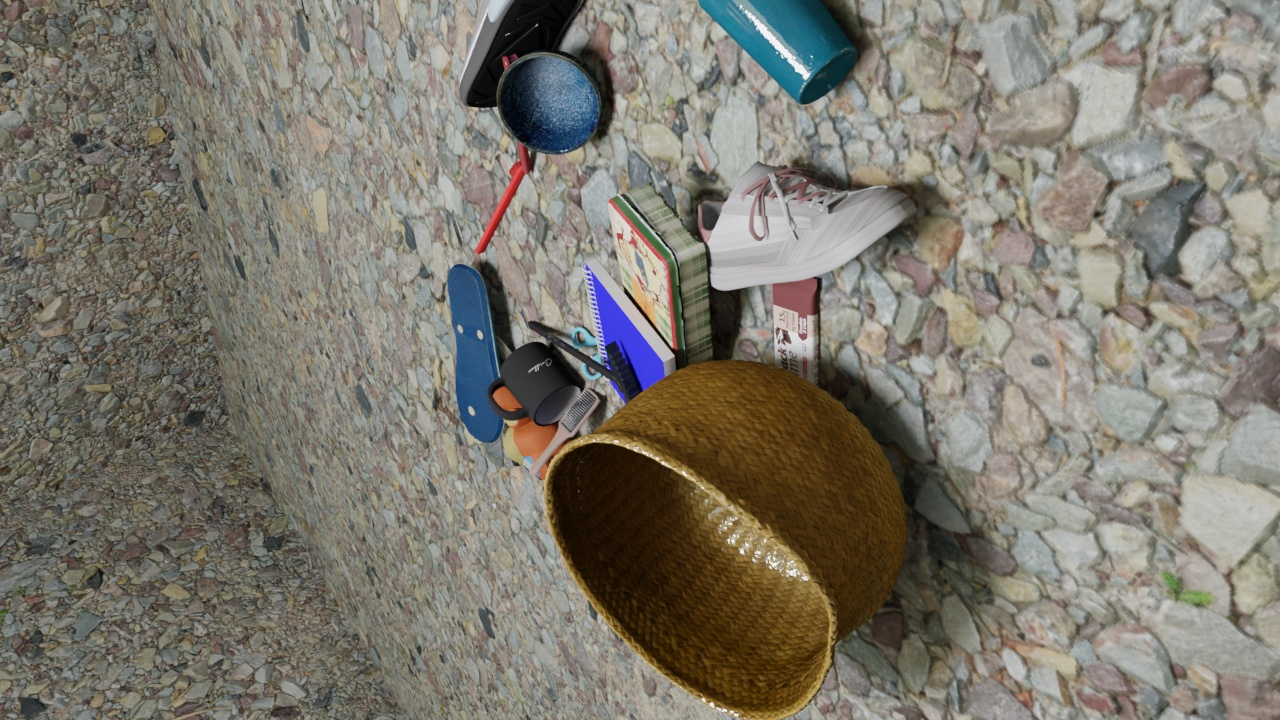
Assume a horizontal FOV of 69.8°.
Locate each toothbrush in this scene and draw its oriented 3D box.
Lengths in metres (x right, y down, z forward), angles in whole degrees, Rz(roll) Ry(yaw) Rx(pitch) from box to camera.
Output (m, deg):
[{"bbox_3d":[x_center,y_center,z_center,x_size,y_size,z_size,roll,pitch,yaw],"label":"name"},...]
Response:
[{"bbox_3d":[-0.140,-0.283,1.070,0.190,0.016,0.016,90,155,-63],"label":"toothbrush"},{"bbox_3d":[-0.194,-0.205,1.246,0.018,0.012,0.213,61,146,11],"label":"toothbrush"}]

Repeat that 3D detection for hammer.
[{"bbox_3d":[-0.083,-0.015,1.135,0.325,0.015,0.095,29,146,60],"label":"hammer"}]

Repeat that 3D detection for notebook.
[{"bbox_3d":[-0.006,0.006,1.018,0.171,0.022,0.209,53,163,34],"label":"notebook"}]

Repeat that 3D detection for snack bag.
[{"bbox_3d":[0.147,-0.008,0.874,0.057,0.013,0.158,25,128,48],"label":"snack bag"}]

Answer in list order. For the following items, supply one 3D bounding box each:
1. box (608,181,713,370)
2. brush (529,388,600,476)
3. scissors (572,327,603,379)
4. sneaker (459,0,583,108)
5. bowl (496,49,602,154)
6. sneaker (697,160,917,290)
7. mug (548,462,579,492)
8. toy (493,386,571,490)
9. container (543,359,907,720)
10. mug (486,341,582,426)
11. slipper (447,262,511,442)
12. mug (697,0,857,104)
[{"bbox_3d":[0.024,-0.067,0.916,0.117,0.050,0.206,58,167,35],"label":"box"},{"bbox_3d":[-0.105,0.093,1.197,0.015,0.135,0.050,38,179,-29],"label":"brush"},{"bbox_3d":[-0.047,-0.026,1.147,0.142,0.015,0.076,-31,82,50],"label":"scissors"},{"bbox_3d":[-0.156,-0.405,1.021,0.257,0.092,0.160,-34,72,58],"label":"sneaker"},{"bbox_3d":[-0.094,-0.288,0.999,0.114,0.060,0.114,5,128,6],"label":"bowl"},{"bbox_3d":[0.120,-0.124,0.770,0.237,0.099,0.089,-7,116,58],"label":"sneaker"},{"bbox_3d":[-0.059,0.146,1.173,0.123,0.110,0.096,31,127,43],"label":"mug"},{"bbox_3d":[-0.145,0.109,1.286,0.176,0.096,0.112,42,168,22],"label":"toy"},{"bbox_3d":[0.083,0.148,0.846,0.307,0.196,0.308,23,133,26],"label":"container"},{"bbox_3d":[-0.149,0.038,1.230,0.088,0.113,0.078,48,151,27],"label":"mug"},{"bbox_3d":[-0.231,-0.008,1.374,0.118,0.060,0.295,24,125,43],"label":"slipper"},{"bbox_3d":[0.111,-0.266,0.726,0.121,0.078,0.078,54,145,12],"label":"mug"}]
